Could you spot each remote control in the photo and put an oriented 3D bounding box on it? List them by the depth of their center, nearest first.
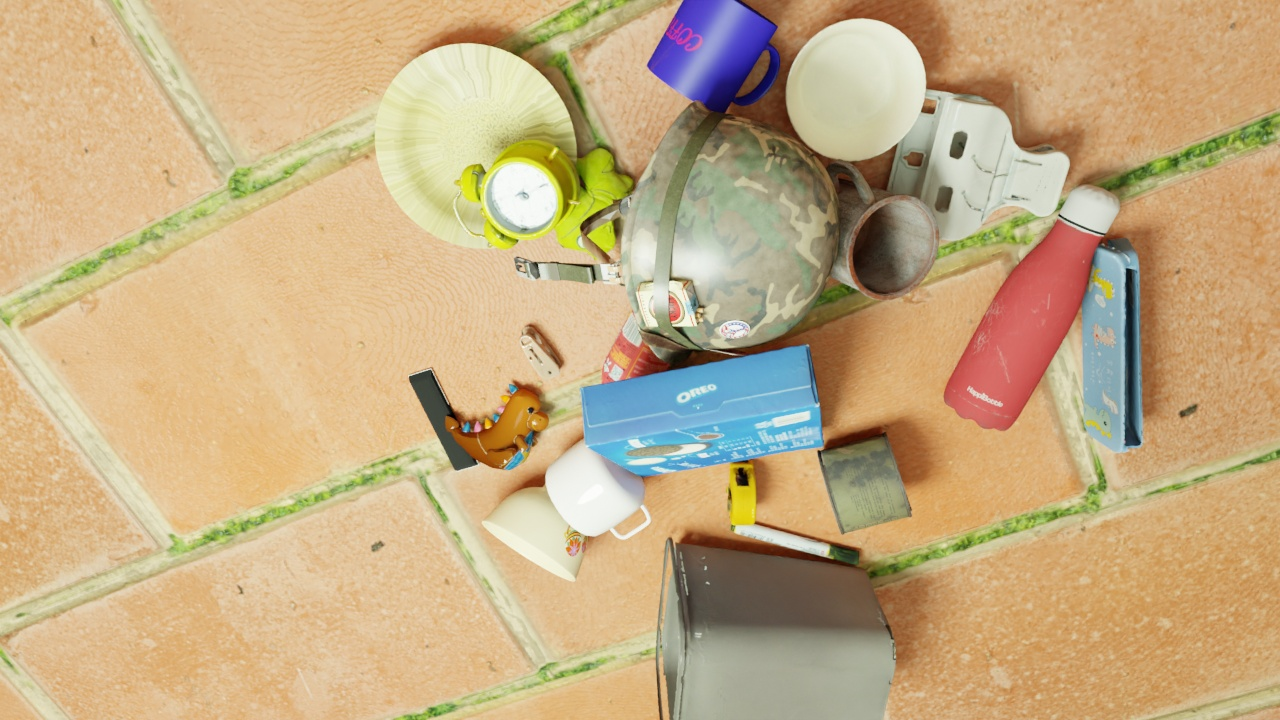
[{"bbox_3d":[-0.213,0.067,0.990,0.028,0.011,0.124,-17,112,12],"label":"remote control"}]

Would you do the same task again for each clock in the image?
[{"bbox_3d":[-0.111,-0.146,0.819,0.119,0.057,0.083,-18,113,19],"label":"clock"}]

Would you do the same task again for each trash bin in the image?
[{"bbox_3d":[0.136,0.314,0.986,0.220,0.197,0.198,2,115,-4],"label":"trash bin"}]

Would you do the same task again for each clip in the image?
[{"bbox_3d":[0.300,-0.166,0.811,0.151,0.089,0.126,13,118,10],"label":"clip"},{"bbox_3d":[-0.104,-0.006,0.938,0.026,0.049,0.061,-22,83,13],"label":"clip"}]

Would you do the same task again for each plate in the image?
[{"bbox_3d":[-0.149,-0.198,0.850,0.184,0.036,0.185,2,115,3],"label":"plate"}]

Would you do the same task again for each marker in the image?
[{"bbox_3d":[0.172,0.201,1.018,0.146,0.017,0.017,15,115,-3],"label":"marker"}]

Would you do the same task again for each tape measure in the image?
[{"bbox_3d":[0.107,0.146,0.975,0.030,0.058,0.068,0,115,4],"label":"tape measure"}]

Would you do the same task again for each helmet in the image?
[{"bbox_3d":[0.043,-0.100,0.771,0.236,0.192,0.225,22,128,12],"label":"helmet"}]

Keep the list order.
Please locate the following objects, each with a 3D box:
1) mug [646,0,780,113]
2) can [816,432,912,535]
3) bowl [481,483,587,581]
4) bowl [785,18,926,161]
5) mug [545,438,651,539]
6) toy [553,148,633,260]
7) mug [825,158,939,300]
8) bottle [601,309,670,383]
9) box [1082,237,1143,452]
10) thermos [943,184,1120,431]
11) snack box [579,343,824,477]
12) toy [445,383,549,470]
[{"bbox_3d":[0.073,-0.263,0.786,0.111,0.079,0.084,17,118,-34],"label":"mug"},{"bbox_3d":[0.229,0.125,0.938,0.075,0.089,0.090,-17,112,11],"label":"can"},{"bbox_3d":[-0.101,0.175,0.991,0.118,0.118,0.074,37,70,-12],"label":"bowl"},{"bbox_3d":[0.181,-0.236,0.791,0.115,0.062,0.115,2,114,4],"label":"bowl"},{"bbox_3d":[-0.039,0.137,0.961,0.068,0.094,0.115,-37,99,17],"label":"mug"},{"bbox_3d":[-0.048,-0.146,0.867,0.094,0.036,0.094,-35,105,12],"label":"toy"},{"bbox_3d":[0.188,-0.123,0.804,0.096,0.110,0.123,-32,117,-13],"label":"mug"},{"bbox_3d":[-0.005,0.005,0.918,0.062,0.061,0.138,27,115,-8],"label":"bottle"},{"bbox_3d":[0.444,-0.010,0.873,0.052,0.066,0.210,-8,114,16],"label":"box"},{"bbox_3d":[0.368,-0.049,0.856,0.073,0.073,0.240,19,114,-4],"label":"thermos"},{"bbox_3d":[0.068,0.056,0.852,0.196,0.239,0.056,-11,75,9],"label":"snack box"},{"bbox_3d":[-0.152,0.064,0.968,0.103,0.070,0.090,28,98,7],"label":"toy"}]
